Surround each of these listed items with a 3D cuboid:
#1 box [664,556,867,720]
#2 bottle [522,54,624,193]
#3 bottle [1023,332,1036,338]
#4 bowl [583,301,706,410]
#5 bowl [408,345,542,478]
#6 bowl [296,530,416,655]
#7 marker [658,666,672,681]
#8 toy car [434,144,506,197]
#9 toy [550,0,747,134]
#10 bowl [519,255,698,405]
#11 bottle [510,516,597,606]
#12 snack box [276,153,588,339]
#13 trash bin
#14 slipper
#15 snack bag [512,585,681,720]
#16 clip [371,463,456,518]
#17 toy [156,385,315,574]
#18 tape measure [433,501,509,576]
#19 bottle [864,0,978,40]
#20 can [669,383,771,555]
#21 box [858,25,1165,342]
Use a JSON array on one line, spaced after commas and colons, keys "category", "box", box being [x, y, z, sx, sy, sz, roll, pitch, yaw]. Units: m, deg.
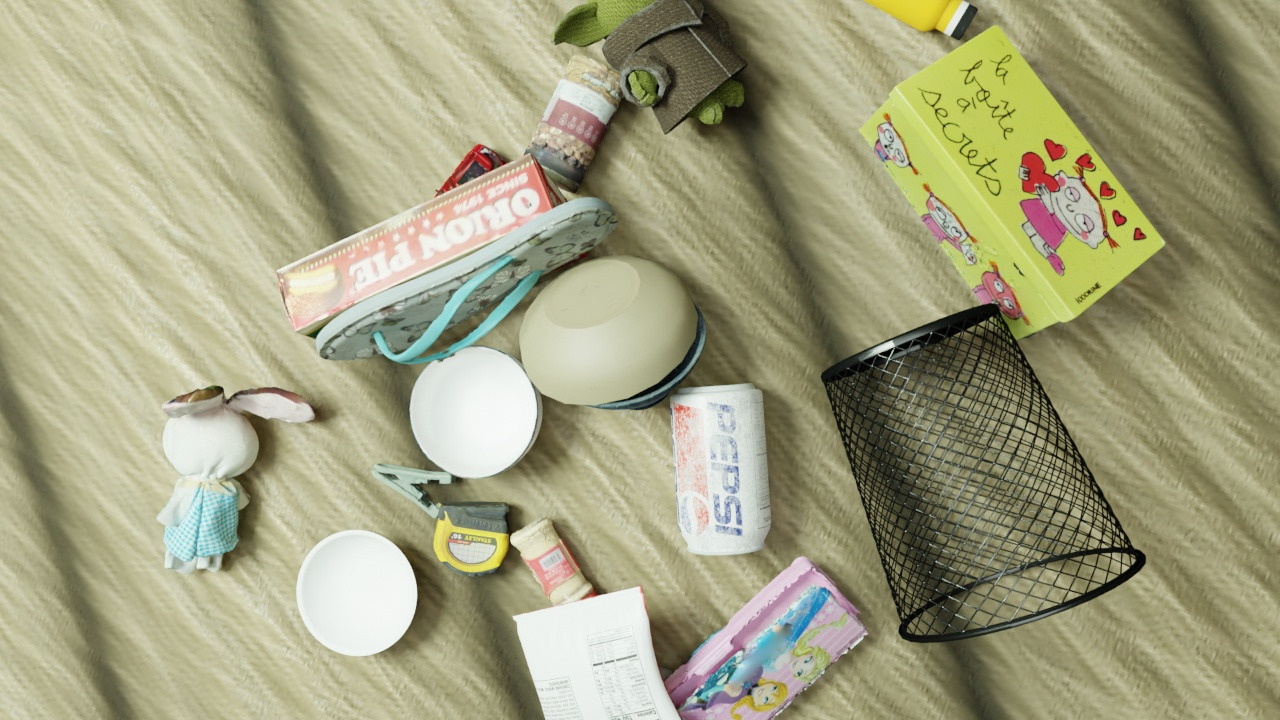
[{"category": "box", "box": [0.086, 0.274, 0.772, 0.230, 0.053, 0.084, -44, 100, 4]}, {"category": "bottle", "box": [-0.058, -0.205, 0.800, 0.056, 0.056, 0.105, 27, 92, 6]}, {"category": "bottle", "box": [0.295, -0.067, 0.770, 0.030, 0.030, 0.113, -34, 86, 5]}, {"category": "bowl", "box": [-0.005, 0.005, 0.781, 0.137, 0.057, 0.136, -12, 44, 11]}, {"category": "bowl", "box": [-0.138, 0.044, 0.803, 0.113, 0.063, 0.113, 0, 89, 7]}, {"category": "bowl", "box": [-0.247, 0.204, 0.825, 0.110, 0.040, 0.110, 0, 89, 7]}, {"category": "marker", "box": [-0.038, 0.259, 0.812, 0.140, 0.016, 0.016, 18, 91, 7]}, {"category": "toy car", "box": [-0.158, -0.150, 0.824, 0.042, 0.036, 0.091, 40, 99, 5]}, {"category": "toy", "box": [0.022, -0.263, 0.763, 0.153, 0.078, 0.178, 50, 54, -7]}, {"category": "bowl", "box": [-0.032, -0.037, 0.752, 0.152, 0.050, 0.152, -12, 44, 11]}, {"category": "bottle", "box": [-0.070, 0.190, 0.804, 0.044, 0.044, 0.109, -33, 85, 5]}, {"category": "snack box", "box": [-0.172, -0.083, 0.780, 0.236, 0.113, 0.060, -23, 76, 6]}, {"category": "trash bin", "box": [0.246, 0.080, 0.706, 0.184, 0.184, 0.210, -22, 81, 6]}, {"category": "slipper", "box": [-0.133, -0.046, 0.743, 0.269, 0.098, 0.054, -26, 75, 9]}, {"category": "snack bag", "box": [-0.033, 0.269, 0.757, 0.131, 0.039, 0.144, -20, 87, 24]}, {"category": "clip", "box": [-0.208, 0.111, 0.832, 0.076, 0.023, 0.059, 21, 90, 4]}, {"category": "toy", "box": [-0.387, 0.101, 0.832, 0.106, 0.130, 0.206, 34, 112, 43]}, {"category": "tape measure", "box": [-0.150, 0.158, 0.814, 0.065, 0.037, 0.064, 1, 89, -11]}, {"category": "bottle", "box": [0.214, -0.318, 0.776, 0.143, 0.043, 0.043, 31, 93, 6]}, {"category": "can", "box": [0.068, 0.089, 0.771, 0.078, 0.078, 0.136, -4, 89, 7]}, {"category": "box", "box": [0.289, -0.140, 0.728, 0.124, 0.081, 0.221, -31, 86, -20]}]
